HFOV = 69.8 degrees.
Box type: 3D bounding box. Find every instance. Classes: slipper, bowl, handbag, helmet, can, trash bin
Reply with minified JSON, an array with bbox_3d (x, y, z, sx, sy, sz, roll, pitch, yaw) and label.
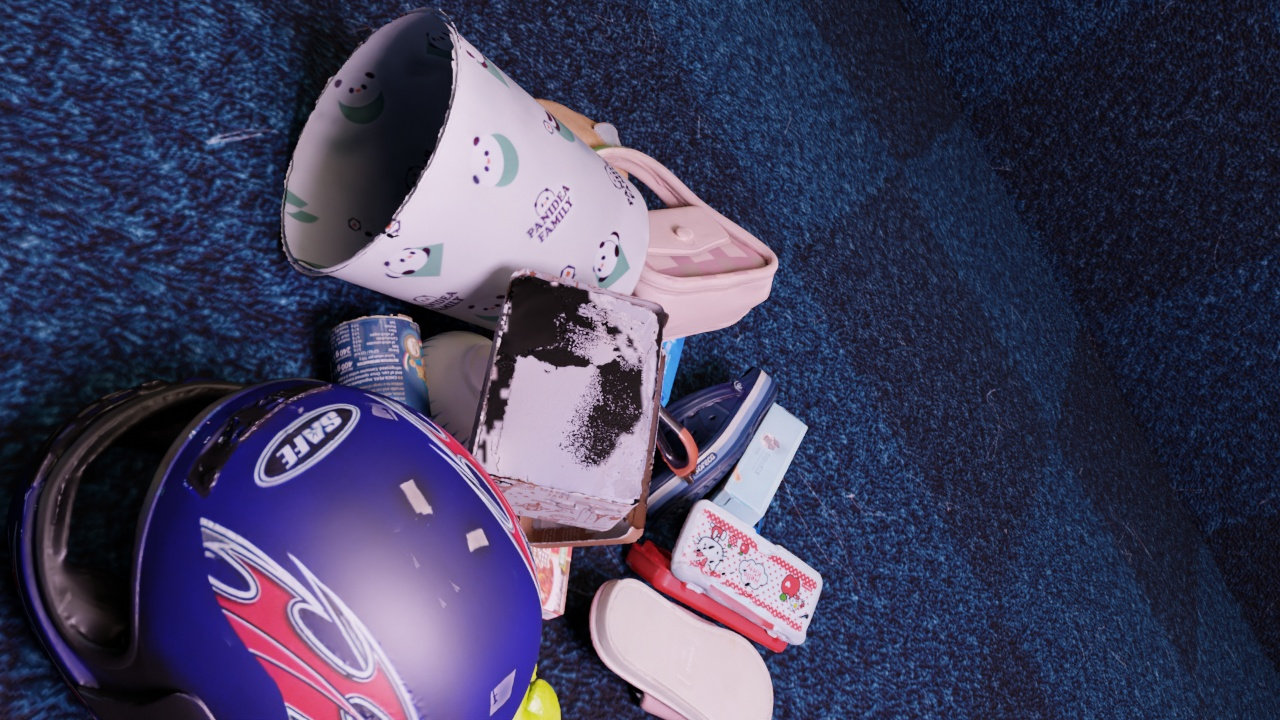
[{"bbox_3d":[0.071,0.072,1.004,0.095,0.105,0.252,40,44,5],"label":"slipper"},{"bbox_3d":[-0.149,0.024,0.810,0.116,0.066,0.116,28,49,-37],"label":"bowl"},{"bbox_3d":[0.016,-0.136,0.965,0.192,0.094,0.234,-11,59,-40],"label":"handbag"},{"bbox_3d":[-0.200,0.127,0.548,0.315,0.241,0.246,52,37,-12],"label":"helmet"},{"bbox_3d":[-0.207,0.027,0.733,0.075,0.075,0.111,9,61,-46],"label":"can"},{"bbox_3d":[0.038,0.290,0.873,0.274,0.055,0.114,40,45,-36],"label":"slipper"},{"bbox_3d":[-0.138,-0.135,0.803,0.251,0.230,0.229,26,50,-44],"label":"trash bin"}]

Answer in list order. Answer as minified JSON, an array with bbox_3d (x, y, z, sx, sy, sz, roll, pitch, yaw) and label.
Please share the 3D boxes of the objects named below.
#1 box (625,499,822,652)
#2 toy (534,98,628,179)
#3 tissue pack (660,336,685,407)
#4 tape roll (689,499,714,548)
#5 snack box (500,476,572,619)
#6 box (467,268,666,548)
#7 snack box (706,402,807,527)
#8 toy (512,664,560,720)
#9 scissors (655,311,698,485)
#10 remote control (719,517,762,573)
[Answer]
[{"bbox_3d":[0.094,0.213,0.926,0.201,0.095,0.101,36,83,-31],"label":"box"},{"bbox_3d":[-0.106,-0.224,1.001,0.225,0.083,0.143,-5,63,-48],"label":"toy"},{"bbox_3d":[-0.006,0.006,0.966,0.052,0.095,0.156,40,45,-24],"label":"tissue pack"},{"bbox_3d":[0.089,0.176,1.036,0.085,0.014,0.085,28,49,-37],"label":"tape roll"},{"bbox_3d":[-0.096,0.149,0.828,0.075,0.026,0.152,33,46,-33],"label":"snack box"},{"bbox_3d":[-0.063,0.053,0.759,0.154,0.185,0.182,15,62,-13],"label":"box"},{"bbox_3d":[0.122,0.124,1.003,0.051,0.074,0.174,36,39,3],"label":"snack box"},{"bbox_3d":[-0.091,0.284,0.725,0.100,0.031,0.096,37,64,-54],"label":"toy"},{"bbox_3d":[-0.006,0.038,0.862,0.225,0.190,0.015,53,42,-17],"label":"scissors"},{"bbox_3d":[0.111,0.185,1.021,0.049,0.024,0.124,46,36,-19],"label":"remote control"}]
